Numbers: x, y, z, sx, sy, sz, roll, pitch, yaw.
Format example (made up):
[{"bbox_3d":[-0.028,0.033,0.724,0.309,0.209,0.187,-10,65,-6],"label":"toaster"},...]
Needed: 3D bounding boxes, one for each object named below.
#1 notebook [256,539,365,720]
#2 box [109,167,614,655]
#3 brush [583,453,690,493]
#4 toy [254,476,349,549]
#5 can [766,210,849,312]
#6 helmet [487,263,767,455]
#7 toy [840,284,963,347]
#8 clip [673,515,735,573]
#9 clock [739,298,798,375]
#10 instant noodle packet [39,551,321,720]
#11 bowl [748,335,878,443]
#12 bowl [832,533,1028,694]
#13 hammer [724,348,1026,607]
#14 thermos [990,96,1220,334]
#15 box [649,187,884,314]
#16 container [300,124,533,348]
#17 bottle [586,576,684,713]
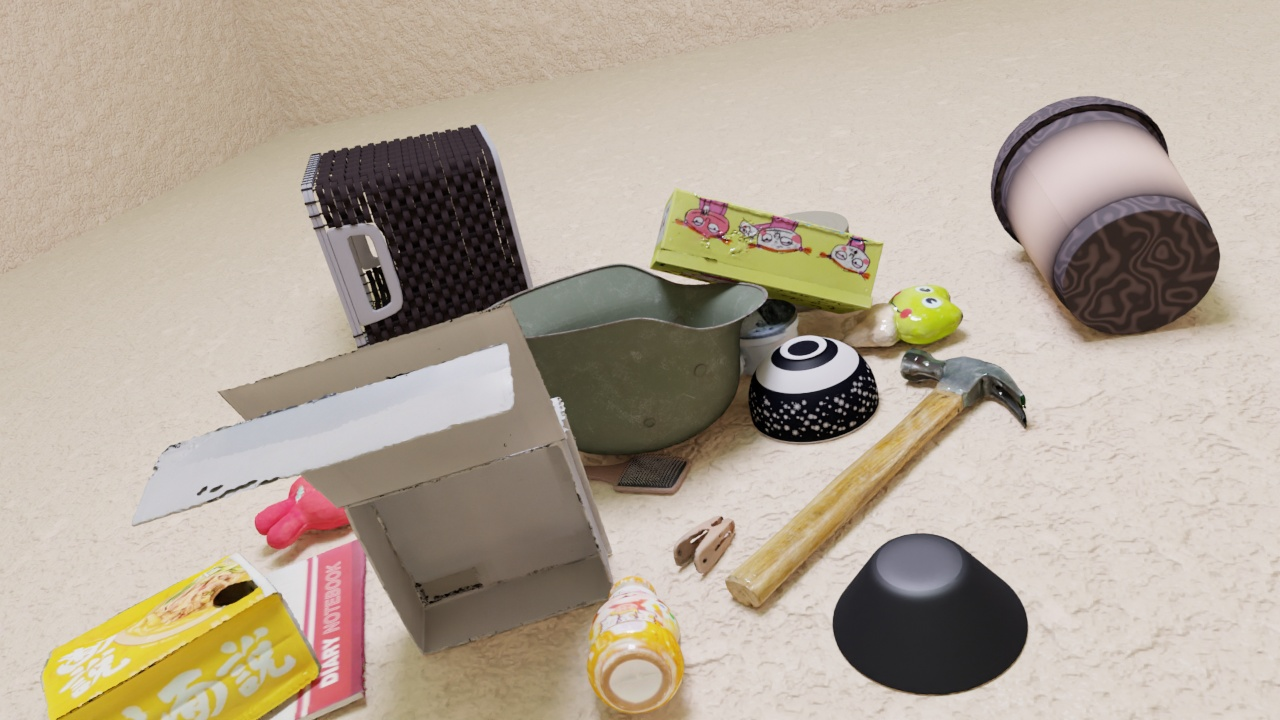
[{"bbox_3d":[-0.298,0.231,0.751,0.153,0.012,0.208,-22,27,-7],"label":"notebook"},{"bbox_3d":[-0.135,0.046,0.596,0.166,0.419,0.108,-17,45,-2],"label":"box"},{"bbox_3d":[-0.022,0.100,0.846,0.136,0.015,0.049,-1,30,27],"label":"brush"},{"bbox_3d":[-0.310,0.137,0.899,0.092,0.045,0.134,13,34,39],"label":"toy"},{"bbox_3d":[0.187,-0.118,1.082,0.128,0.073,0.127,-13,27,6],"label":"can"},{"bbox_3d":[-0.005,0.005,0.861,0.268,0.154,0.226,-14,18,1],"label":"helmet"},{"bbox_3d":[0.261,-0.042,0.932,0.118,0.043,0.092,-14,28,8],"label":"toy"},{"bbox_3d":[0.046,0.142,0.725,0.045,0.025,0.060,6,27,33],"label":"clip"},{"bbox_3d":[0.112,-0.021,0.958,0.117,0.057,0.083,-17,28,-2],"label":"clock"},{"bbox_3d":[-0.374,0.223,0.723,0.162,0.084,0.222,-33,25,-30],"label":"instant noodle packet"},{"bbox_3d":[0.156,0.016,0.853,0.120,0.066,0.120,-13,27,6],"label":"bowl"},{"bbox_3d":[0.184,0.150,0.599,0.124,0.052,0.123,-13,27,6],"label":"bowl"},{"bbox_3d":[0.191,0.088,0.741,0.329,0.033,0.132,-35,33,-31],"label":"hammer"},{"bbox_3d":[0.450,-0.140,0.895,0.173,0.173,0.225,-9,34,14],"label":"thermos"},{"bbox_3d":[0.126,-0.107,0.948,0.221,0.079,0.124,15,1,-5],"label":"box"},{"bbox_3d":[-0.303,-0.179,1.283,0.243,0.248,0.245,-16,27,-8],"label":"container"},{"bbox_3d":[-0.004,0.187,0.623,0.063,0.063,0.109,-15,13,2],"label":"bottle"}]
